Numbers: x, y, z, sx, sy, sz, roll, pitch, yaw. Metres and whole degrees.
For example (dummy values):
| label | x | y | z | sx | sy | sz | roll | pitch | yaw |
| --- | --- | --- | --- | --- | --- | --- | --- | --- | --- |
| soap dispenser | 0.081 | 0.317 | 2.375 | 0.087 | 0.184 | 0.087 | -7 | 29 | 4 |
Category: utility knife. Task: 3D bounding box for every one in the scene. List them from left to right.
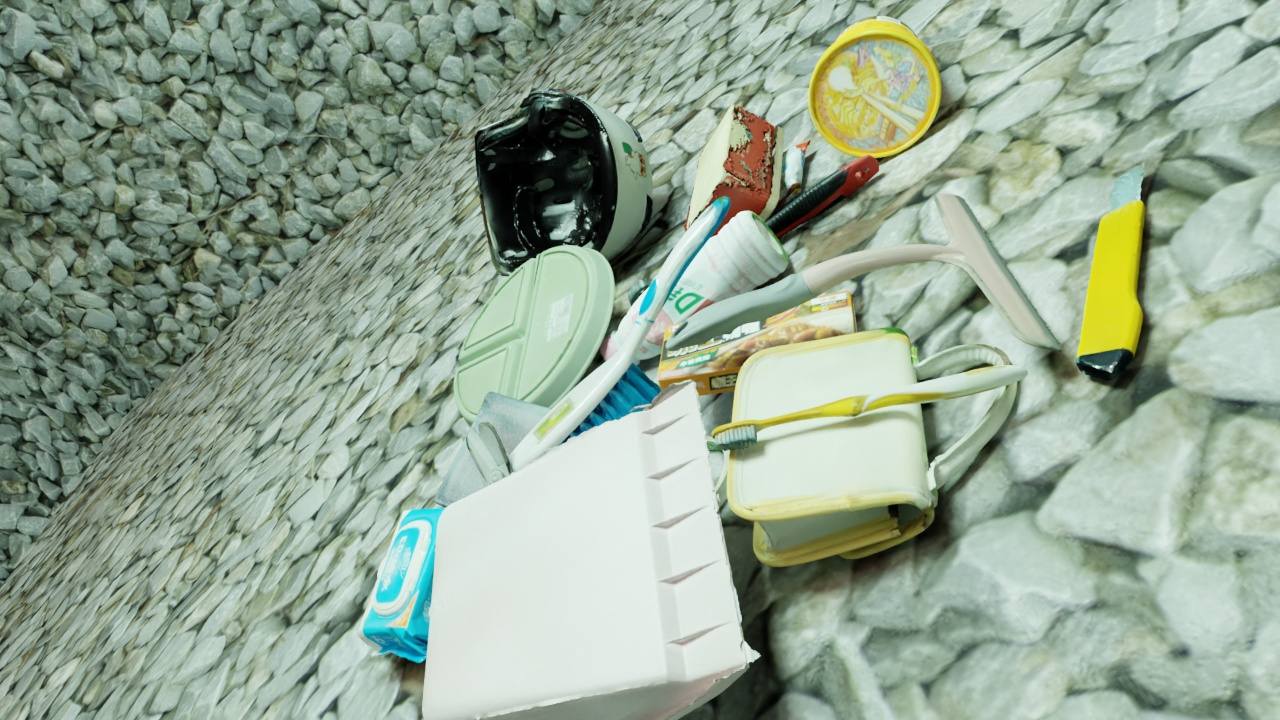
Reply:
| label | x | y | z | sx | sy | sz | roll | pitch | yaw |
| --- | --- | --- | --- | --- | --- | --- | --- | --- | --- |
| utility knife | 0.299 | -0.060 | 0.570 | 0.033 | 0.015 | 0.194 | -10 | 41 | 43 |

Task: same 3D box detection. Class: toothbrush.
| label | x | y | z | sx | sy | sz | roll | pitch | yaw |
| --- | --- | --- | --- | --- | --- | --- | --- | --- | --- |
| toothbrush | 0.135 | 0.030 | 0.557 | 0.192 | 0.016 | 0.018 | -13 | 46 | 16 |

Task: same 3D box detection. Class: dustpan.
| label | x | y | z | sx | sy | sz | roll | pitch | yaw |
| --- | --- | --- | --- | --- | --- | --- | --- | --- | --- |
| dustpan | -0.039 | 0.169 | 0.619 | 0.274 | 0.139 | 0.222 | -20 | 41 | 15 |

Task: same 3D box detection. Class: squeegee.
| label | x | y | z | sx | sy | sz | roll | pitch | yaw |
| --- | --- | --- | --- | --- | --- | --- | --- | --- | --- |
| squeegee | 0.133 | -0.052 | 0.658 | 0.250 | 0.040 | 0.247 | -15 | 29 | 12 |

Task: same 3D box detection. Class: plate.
| label | x | y | z | sx | sy | sz | roll | pitch | yaw |
| --- | --- | --- | --- | --- | --- | --- | --- | --- | --- |
| plate | -0.119 | -0.026 | 0.961 | 0.231 | 0.027 | 0.229 | -29 | 44 | 31 |

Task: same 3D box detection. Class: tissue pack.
| label | x | y | z | sx | sy | sz | roll | pitch | yaw |
| --- | --- | --- | --- | --- | --- | --- | --- | --- | --- |
| tissue pack | -0.188 | 0.193 | 0.801 | 0.090 | 0.063 | 0.139 | -15 | 51 | 45 |

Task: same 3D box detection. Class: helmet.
| label | x | y | z | sx | sy | sz | roll | pitch | yaw |
| --- | --- | --- | --- | --- | --- | --- | --- | --- | --- |
| helmet | -0.079 | -0.213 | 1.148 | 0.275 | 0.230 | 0.156 | -11 | 1 | 44 |

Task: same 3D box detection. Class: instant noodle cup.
| label | x | y | z | sx | sy | sz | roll | pitch | yaw |
| --- | --- | --- | --- | --- | --- | --- | --- | --- | --- |
| instant noodle cup | 0.226 | -0.272 | 0.884 | 0.119 | 0.118 | 0.114 | -27 | 23 | 30 |

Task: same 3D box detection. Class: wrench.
| label | x | y | z | sx | sy | sz | roll | pitch | yaw |
| --- | --- | --- | --- | --- | --- | --- | --- | --- | --- |
| wrench | 0.108 | -0.117 | 0.893 | 0.274 | 0.056 | 0.016 | -30 | 53 | 17 |

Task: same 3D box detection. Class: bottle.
| label | x | y | z | sx | sy | sz | roll | pitch | yaw |
| --- | --- | --- | --- | --- | --- | --- | --- | --- | --- |
| bottle | 0.044 | -0.058 | 0.871 | 0.197 | 0.068 | 0.068 | -37 | 27 | 21 |

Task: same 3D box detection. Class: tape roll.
| label | x | y | z | sx | sy | sz | roll | pitch | yaw |
| --- | --- | --- | --- | --- | --- | --- | --- | --- | --- |
| tape roll | 0.037 | 0.096 | 0.708 | 0.086 | 0.014 | 0.085 | -33 | 28 | 20 |

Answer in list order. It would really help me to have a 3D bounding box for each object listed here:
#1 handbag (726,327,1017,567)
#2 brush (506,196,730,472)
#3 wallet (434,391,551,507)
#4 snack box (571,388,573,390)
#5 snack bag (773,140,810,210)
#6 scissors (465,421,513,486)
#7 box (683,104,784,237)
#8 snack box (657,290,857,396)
| label | x | y | z | sx | sy | sz | roll | pitch | yaw |
| --- | --- | --- | --- | --- | --- | --- | --- | --- | --- |
| handbag | 0.151 | 0.048 | 0.585 | 0.179 | 0.063 | 0.163 | -14 | 36 | 21 |
| brush | -0.005 | 0.005 | 0.793 | 0.314 | 0.109 | 0.060 | -45 | 21 | -3 |
| wallet | -0.129 | 0.091 | 0.851 | 0.097 | 0.019 | 0.120 | 13 | 66 | 31 |
| snack box | -0.107 | 0.045 | 0.936 | 0.086 | 0.026 | 0.156 | -23 | 45 | 37 |
| snack bag | 0.155 | -0.193 | 0.958 | 0.048 | 0.026 | 0.104 | -40 | 24 | 38 |
| scissors | -0.118 | 0.136 | 0.755 | 0.185 | 0.019 | 0.132 | 40 | 97 | 28 |
| box | 0.093 | -0.195 | 0.957 | 0.092 | 0.080 | 0.168 | -54 | 15 | 39 |
| snack box | 0.092 | -0.011 | 0.721 | 0.154 | 0.026 | 0.075 | -10 | 36 | 16 |
